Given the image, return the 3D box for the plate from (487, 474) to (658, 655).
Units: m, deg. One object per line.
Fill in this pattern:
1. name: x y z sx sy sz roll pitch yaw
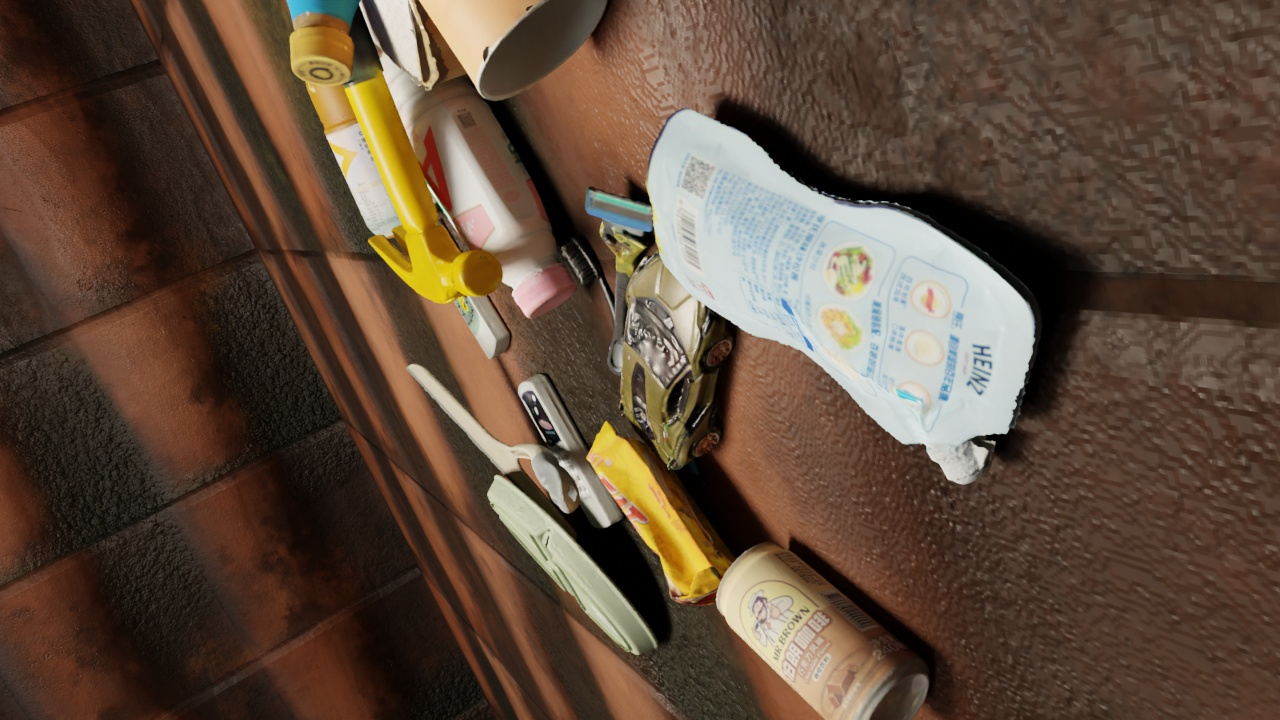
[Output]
1. plate: -0.071 0.202 0.896 0.230 0.027 0.230 43 164 15

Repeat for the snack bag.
1. snack bag: 0.075 -0.030 0.379 0.191 0.038 0.110 38 143 40

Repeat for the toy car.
1. toy car: 0.016 0.002 0.538 0.070 0.042 0.158 46 151 31

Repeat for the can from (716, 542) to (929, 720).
1. can: 0.099 0.156 0.513 0.116 0.058 0.059 36 147 45

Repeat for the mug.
1. mug: -0.083 -0.198 0.437 0.123 0.078 0.078 52 157 1

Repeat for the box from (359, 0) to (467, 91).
1. box: -0.149 -0.245 0.572 0.184 0.062 0.090 46 154 27

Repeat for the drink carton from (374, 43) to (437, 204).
1. drink carton: -0.166 -0.180 0.689 0.046 0.053 0.122 2 118 60

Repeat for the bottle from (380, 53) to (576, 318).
1. bottle: -0.110 -0.121 0.621 0.197 0.068 0.068 59 157 6

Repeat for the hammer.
1. hammer: -0.174 -0.176 0.572 0.129 0.032 0.301 7 121 53

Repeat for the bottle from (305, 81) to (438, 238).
1. bottle: -0.239 -0.202 0.797 0.068 0.067 0.189 17 131 60

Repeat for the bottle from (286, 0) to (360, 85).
1. bottle: -0.169 -0.253 0.488 0.065 0.065 0.218 143 124 -67

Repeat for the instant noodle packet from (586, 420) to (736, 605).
1. instant noodle packet: 0.016 0.105 0.614 0.128 0.044 0.111 54 180 20

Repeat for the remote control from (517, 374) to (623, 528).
1. remote control: -0.065 0.082 0.823 0.150 0.021 0.058 60 157 0

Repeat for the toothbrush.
1. toothbrush: -0.004 0.004 0.610 0.189 0.016 0.014 62 155 -6

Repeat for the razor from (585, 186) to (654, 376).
1. razor: -0.009 -0.044 0.556 0.043 0.022 0.143 19 138 17

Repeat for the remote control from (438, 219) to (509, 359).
1. remote control: -0.166 -0.065 0.865 0.135 0.019 0.056 58 157 7

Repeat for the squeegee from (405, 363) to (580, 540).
1. squeegee: -0.091 0.092 0.803 0.246 0.039 0.247 50 165 -17
